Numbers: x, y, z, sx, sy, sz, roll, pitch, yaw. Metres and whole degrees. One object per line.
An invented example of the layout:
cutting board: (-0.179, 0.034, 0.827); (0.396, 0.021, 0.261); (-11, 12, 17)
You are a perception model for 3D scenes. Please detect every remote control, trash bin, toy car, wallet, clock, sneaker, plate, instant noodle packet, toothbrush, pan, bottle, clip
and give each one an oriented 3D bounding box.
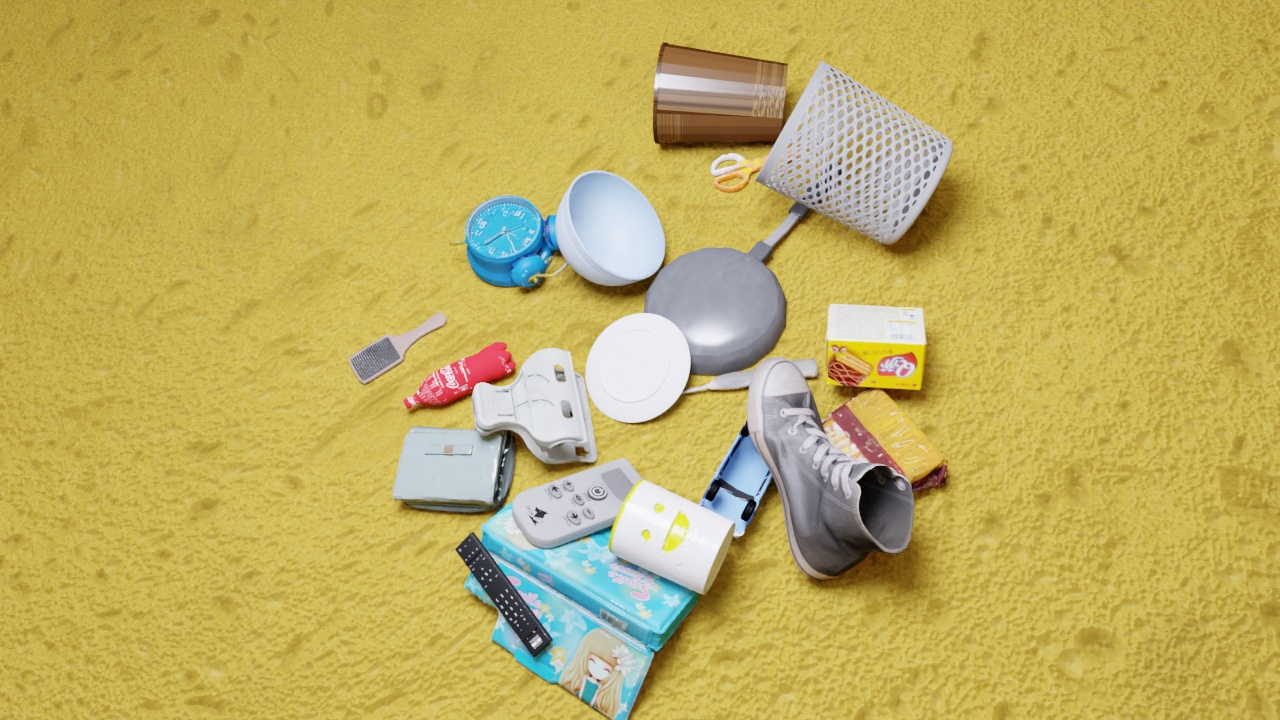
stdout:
remote control: (-0.142, 0.241, 0.949); (0.030, 0.009, 0.140); (-46, 74, 22)
trash bin: (0.256, -0.242, 1.099); (0.183, 0.157, 0.156); (29, 67, 0)
toy car: (0.115, 0.120, 0.996); (0.056, 0.055, 0.153); (29, 67, 8)
wallet: (-0.215, 0.122, 1.061); (0.132, 0.054, 0.100); (-2, 58, 14)
clock: (-0.158, -0.154, 1.200); (0.161, 0.060, 0.116); (22, 66, 18)
sneaker: (0.188, 0.095, 0.925); (0.095, 0.120, 0.234); (0, 68, -32)
plate: (-0.006, 0.006, 1.085); (0.135, 0.011, 0.134); (-7, 71, 22)
instant noodle packet: (0.257, 0.098, 0.994); (0.098, 0.040, 0.135); (-33, 57, -5)
toothbrush: (0.114, 0.024, 1.072); (0.186, 0.024, 0.022); (-11, 20, 4)
pan: (0.146, -0.131, 1.143); (0.179, 0.041, 0.356); (34, 71, 25)
bottle: (-0.222, 0.023, 1.121); (0.141, 0.042, 0.042); (-26, 59, -5)
remote control: (-0.062, 0.152, 0.990); (0.150, 0.019, 0.074); (-16, 44, -29)
clip: (-0.113, 0.046, 1.038); (0.151, 0.105, 0.126); (13, 48, -34)

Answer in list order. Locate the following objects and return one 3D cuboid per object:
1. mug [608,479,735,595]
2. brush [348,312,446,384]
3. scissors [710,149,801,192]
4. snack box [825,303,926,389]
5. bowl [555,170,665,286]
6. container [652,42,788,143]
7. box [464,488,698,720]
mug: (0.033, 0.179, 0.931); (0.106, 0.083, 0.082); (22, 66, 15)
brush: (-0.310, -0.023, 1.178); (0.135, 0.015, 0.050); (-33, 60, -9)
scissors: (0.157, -0.266, 1.237); (0.128, 0.013, 0.065); (-18, 59, 0)
snack box: (0.262, -0.016, 1.029); (0.106, 0.061, 0.083); (3, 32, 12)
bowl: (-0.050, -0.155, 1.154); (0.075, 0.150, 0.150); (-31, 46, 45)
container: (0.109, -0.352, 1.233); (0.167, 0.132, 0.132); (6, 62, 7)
box: (-0.072, 0.242, 0.951); (0.227, 0.084, 0.171); (25, 67, 22)
